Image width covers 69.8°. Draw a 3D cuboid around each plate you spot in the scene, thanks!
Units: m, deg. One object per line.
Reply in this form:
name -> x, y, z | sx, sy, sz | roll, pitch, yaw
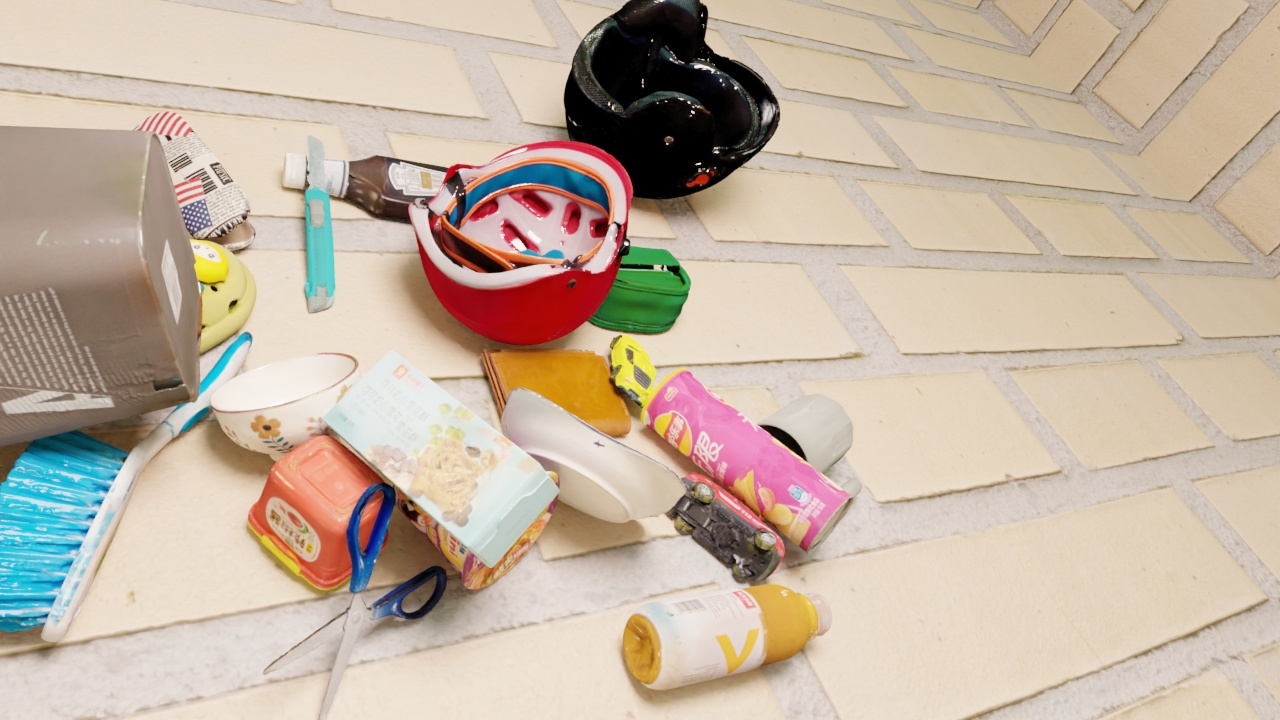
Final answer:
plate -> -0.051, 0.094, 0.771 | 0.163, 0.165, 0.034 | 29, 67, 1

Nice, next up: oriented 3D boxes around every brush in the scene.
brush -> -0.379, 0.067, 0.670 | 0.109, 0.061, 0.313 | 20, 38, -20

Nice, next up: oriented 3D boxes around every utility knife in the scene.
utility knife -> -0.323, -0.141, 0.916 | 0.029, 0.013, 0.221 | 1, 59, -26

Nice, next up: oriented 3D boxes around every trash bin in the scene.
trash bin -> -0.422, -0.048, 0.601 | 0.219, 0.199, 0.198 | -7, 45, -16

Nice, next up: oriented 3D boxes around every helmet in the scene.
helmet -> -0.111, -0.110, 0.932 | 0.207, 0.144, 0.239 | 21, 46, 17
helmet -> 0.032, -0.320, 1.184 | 0.274, 0.231, 0.233 | 12, 58, -20

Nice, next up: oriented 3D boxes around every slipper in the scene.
slipper -> -0.393, -0.046, 0.755 | 0.091, 0.082, 0.190 | 33, 42, -1

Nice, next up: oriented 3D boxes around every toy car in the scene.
toy car -> -0.006, 0.006, 0.952 | 0.048, 0.032, 0.105 | 42, 20, -25
toy car -> 0.080, 0.152, 0.854 | 0.120, 0.053, 0.045 | 39, 32, 15

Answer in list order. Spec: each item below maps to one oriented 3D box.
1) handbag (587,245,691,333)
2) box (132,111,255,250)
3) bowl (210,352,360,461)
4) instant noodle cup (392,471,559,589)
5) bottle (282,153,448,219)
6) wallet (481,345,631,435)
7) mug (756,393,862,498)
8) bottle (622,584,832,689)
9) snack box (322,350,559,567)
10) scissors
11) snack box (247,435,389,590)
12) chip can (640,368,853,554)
handbag -> -0.014, -0.092, 1.051 | 0.131, 0.068, 0.120 | 6, 38, -25
box -> -0.429, -0.175, 0.866 | 0.074, 0.081, 0.163 | -26, 67, -39
bowl -> -0.275, 0.042, 0.731 | 0.113, 0.062, 0.113 | -8, 20, 3
instant noodle cup -> -0.136, 0.109, 0.732 | 0.099, 0.112, 0.111 | 33, 39, 18
bottle -> -0.286, -0.192, 1.001 | 0.194, 0.044, 0.079 | 5, 45, -26
wallet -> -0.083, 0.024, 0.904 | 0.130, 0.035, 0.119 | 2, 45, -34
mug -> 0.173, 0.104, 0.949 | 0.103, 0.084, 0.124 | -26, 83, -47
bottle -> 0.078, 0.225, 0.765 | 0.189, 0.068, 0.068 | 0, 48, -32
snack box -> -0.147, 0.068, 0.670 | 0.175, 0.052, 0.074 | 33, 72, 28
scissors -> -0.193, 0.169, 0.647 | 0.012, 0.175, 0.162 | 3, -7, 28
snack box -> -0.234, 0.109, 0.687 | 0.091, 0.080, 0.081 | 38, 39, 10
chip can -> 0.100, 0.094, 0.887 | 0.210, 0.072, 0.071 | 37, 39, 23
